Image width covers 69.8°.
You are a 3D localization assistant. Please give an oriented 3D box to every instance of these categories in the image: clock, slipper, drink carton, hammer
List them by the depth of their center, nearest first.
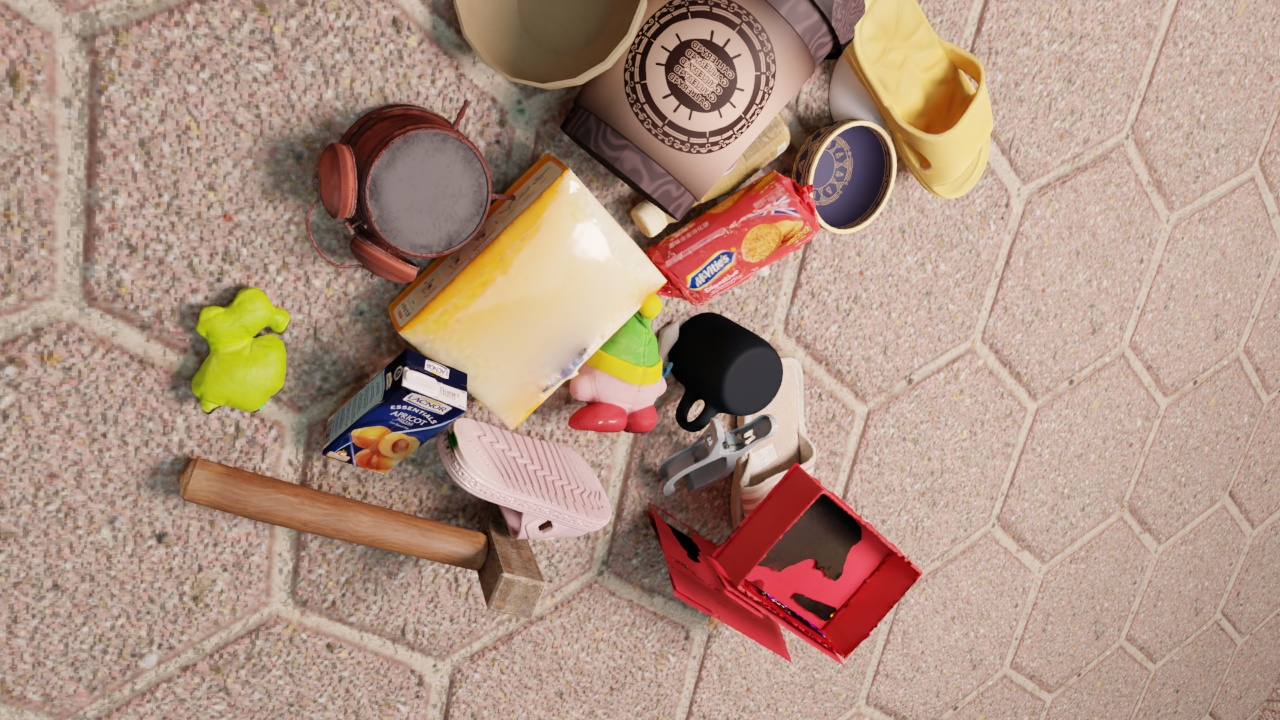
[{"bbox_3d":[-0.189,-0.130,0.724,0.157,0.072,0.120,-34,124,-15],"label":"clock"},{"bbox_3d":[-0.205,0.045,0.768,0.064,0.040,0.130,26,133,-37],"label":"drink carton"},{"bbox_3d":[-0.238,0.138,0.795,0.300,0.158,0.037,20,100,-22],"label":"hammer"},{"bbox_3d":[-0.109,0.119,0.847,0.064,0.094,0.239,-39,147,14],"label":"slipper"},{"bbox_3d":[0.286,-0.256,0.887,0.263,0.078,0.099,39,86,-36],"label":"slipper"},{"bbox_3d":[0.152,0.117,1.048,0.114,0.052,0.263,-17,120,-25],"label":"slipper"}]

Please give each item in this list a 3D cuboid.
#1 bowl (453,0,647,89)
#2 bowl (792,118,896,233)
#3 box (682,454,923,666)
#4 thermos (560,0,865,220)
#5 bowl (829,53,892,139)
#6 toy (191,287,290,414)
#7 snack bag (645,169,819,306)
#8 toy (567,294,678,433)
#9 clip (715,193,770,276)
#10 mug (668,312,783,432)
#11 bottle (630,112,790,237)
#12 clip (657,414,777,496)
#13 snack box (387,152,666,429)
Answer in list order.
[{"bbox_3d":[-0.065,-0.285,0.713,0.152,0.050,0.152,1,95,12],"label":"bowl"},{"bbox_3d":[0.197,-0.191,0.936,0.112,0.061,0.112,-12,116,-26],"label":"bowl"},{"bbox_3d":[0.202,0.275,0.860,0.198,0.351,0.217,-47,123,6],"label":"box"},{"bbox_3d":[0.051,-0.246,0.767,0.172,0.172,0.226,33,98,-37],"label":"thermos"},{"bbox_3d":[0.254,-0.277,0.939,0.114,0.050,0.115,-12,116,-26],"label":"bowl"},{"bbox_3d":[-0.316,-0.005,0.726,0.094,0.036,0.093,-34,119,-22],"label":"toy"},{"bbox_3d":[0.088,-0.111,0.870,0.176,0.082,0.082,-31,126,10],"label":"snack bag"},{"bbox_3d":[-0.005,0.005,0.888,0.124,0.097,0.131,6,83,-36],"label":"toy"},{"bbox_3d":[0.092,-0.119,0.921,0.056,0.056,0.102,-54,130,-31],"label":"clip"},{"bbox_3d":[0.078,0.020,0.936,0.085,0.094,0.121,36,90,-36],"label":"mug"},{"bbox_3d":[0.063,-0.177,0.863,0.166,0.059,0.060,-40,125,-9],"label":"bottle"},{"bbox_3d":[0.087,0.098,0.958,0.112,0.028,0.163,-4,154,-26],"label":"clip"},{"bbox_3d":[-0.093,-0.054,0.794,0.195,0.080,0.145,-44,124,1],"label":"snack box"}]
